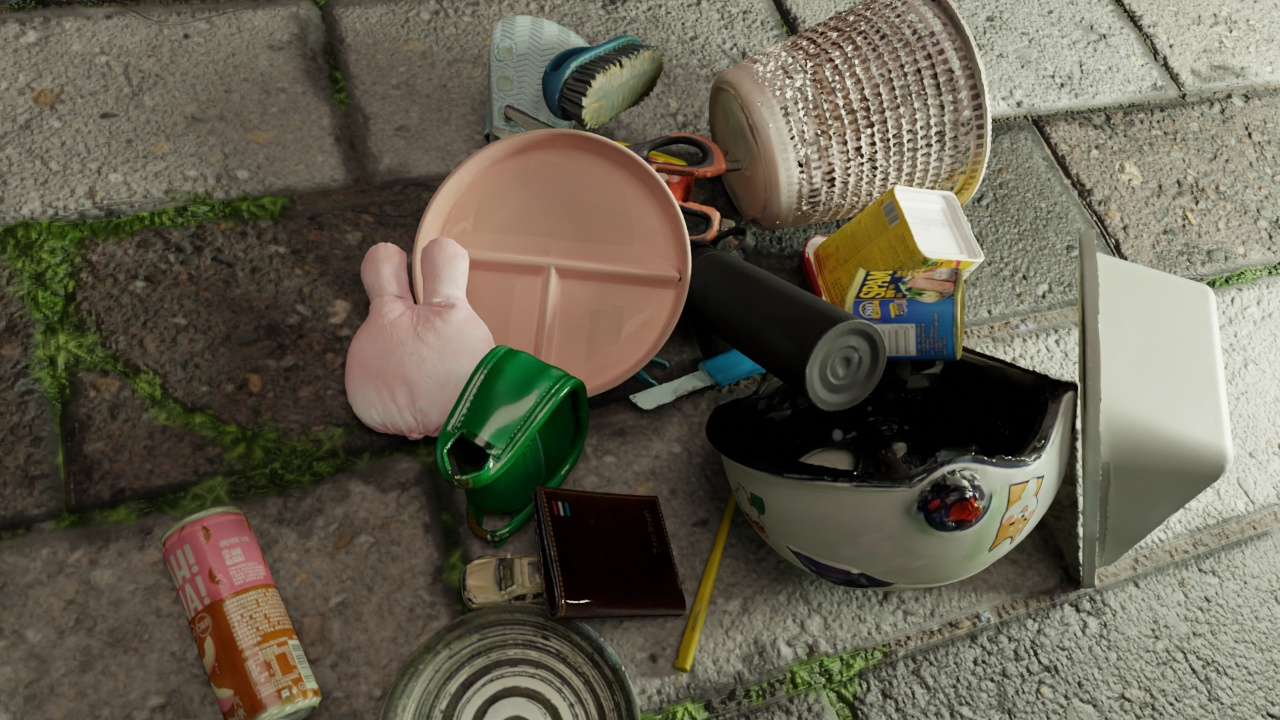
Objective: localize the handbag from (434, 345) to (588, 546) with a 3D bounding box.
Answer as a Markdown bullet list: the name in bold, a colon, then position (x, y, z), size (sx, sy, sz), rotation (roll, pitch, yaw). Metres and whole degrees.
- **handbag**: position (-0.093, 0.063, 0.669), size (0.068, 0.131, 0.120), rotation (24, 63, 13)

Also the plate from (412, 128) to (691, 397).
- **plate**: position (-0.073, -0.078, 0.759), size (0.229, 0.028, 0.229), rotation (-1, 84, 4)

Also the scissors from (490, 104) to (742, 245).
- **scissors**: position (-0.017, -0.176, 0.792), size (0.204, 0.015, 0.202), rotation (-26, 81, -5)

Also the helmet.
- **helmet**: position (0.192, 0.089, 0.698), size (0.273, 0.230, 0.157), rotation (-19, 111, -21)

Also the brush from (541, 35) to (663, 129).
- **brush**: position (-0.039, -0.247, 0.794), size (0.073, 0.055, 0.143), rotation (26, 40, 19)

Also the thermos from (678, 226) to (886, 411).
- **thermos**: position (0.096, -0.048, 0.724), size (0.068, 0.242, 0.090), rotation (30, 97, -33)

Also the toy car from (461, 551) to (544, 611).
- **toy car**: position (-0.085, 0.161, 0.673), size (0.090, 0.035, 0.042), rotation (-1, 62, -12)

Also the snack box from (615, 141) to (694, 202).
- **snack box**: position (-0.005, -0.144, 0.831), size (0.091, 0.082, 0.080), rotation (18, 68, 3)

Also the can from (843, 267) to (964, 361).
- **can**: position (0.208, -0.037, 0.718), size (0.083, 0.057, 0.101), rotation (0, 23, 22)

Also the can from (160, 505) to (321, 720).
- **can**: position (-0.265, 0.173, 0.607), size (0.057, 0.058, 0.147), rotation (-23, 70, -24)

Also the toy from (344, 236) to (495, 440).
- **toy**: position (-0.172, -0.017, 0.718), size (0.121, 0.054, 0.159), rotation (-3, 79, 2)

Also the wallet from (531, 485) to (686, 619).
- **wallet**: position (-0.023, 0.143, 0.679), size (0.122, 0.020, 0.096), rotation (12, 56, -40)

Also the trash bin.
- **trash bin**: position (0.177, -0.219, 0.853), size (0.192, 0.228, 0.227), rotation (-20, 68, -9)

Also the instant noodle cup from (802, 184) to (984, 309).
- **instant noodle cup**: position (0.227, -0.087, 0.820), size (0.116, 0.124, 0.116), rotation (0, 61, -28)

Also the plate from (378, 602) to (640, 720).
- **plate**: position (-0.087, 0.257, 0.623), size (0.179, 0.024, 0.179), rotation (5, 67, -11)

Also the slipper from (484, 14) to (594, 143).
- **slipper**: position (-0.095, -0.201, 0.846), size (0.104, 0.074, 0.245), rotation (6, 77, -12)

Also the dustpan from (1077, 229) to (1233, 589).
- **dustpan**: position (0.354, 0.026, 0.731), size (0.142, 0.258, 0.222), rotation (15, 60, 0)

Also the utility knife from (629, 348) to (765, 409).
- **utility knife**: position (0.086, 0.002, 0.806), size (0.215, 0.018, 0.034), rotation (-19, 71, -25)

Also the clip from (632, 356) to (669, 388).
- **clip**: position (-0.004, 0.002, 0.790), size (0.055, 0.013, 0.038), rotation (26, 59, 1)

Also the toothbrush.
- **toothbrush**: position (0.056, 0.151, 0.724), size (0.016, 0.016, 0.189), rotation (19, 60, 2)
